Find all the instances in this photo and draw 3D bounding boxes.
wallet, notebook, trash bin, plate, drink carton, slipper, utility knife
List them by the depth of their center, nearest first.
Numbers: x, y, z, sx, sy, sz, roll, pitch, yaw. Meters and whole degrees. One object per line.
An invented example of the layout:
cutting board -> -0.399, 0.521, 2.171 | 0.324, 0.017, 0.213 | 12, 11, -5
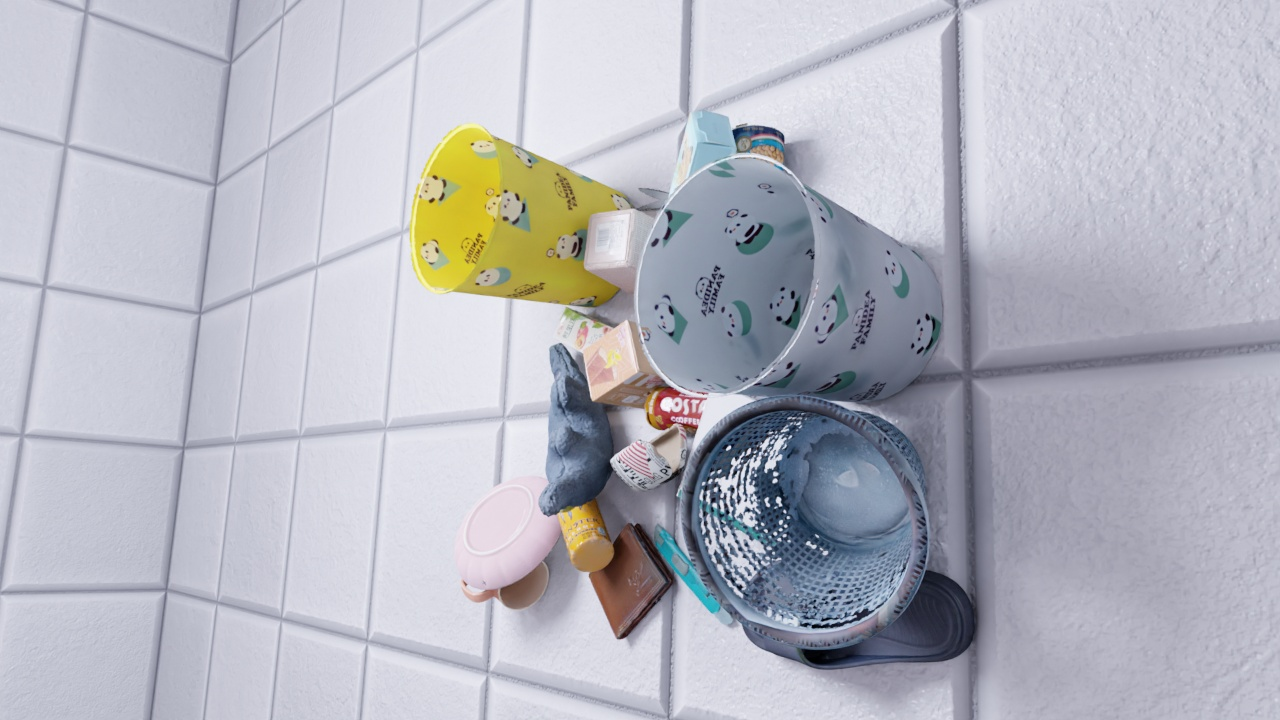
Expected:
trash bin -> 0.181, 0.134, 0.883 | 0.227, 0.194, 0.226 | 3, 97, 29
trash bin -> 0.160, -0.060, 0.929 | 0.230, 0.251, 0.229 | -13, 72, 45
slipper -> 0.198, 0.260, 0.937 | 0.269, 0.083, 0.110 | -12, 82, 42
notebook -> 0.145, 0.130, 1.034 | 0.209, 0.012, 0.150 | 25, 105, 32
utility knife -> 0.062, 0.266, 1.143 | 0.174, 0.013, 0.029 | 44, 115, 43
wallet -> -0.016, 0.291, 1.211 | 0.125, 0.032, 0.101 | -55, 50, 25
trash bin -> -0.158, -0.185, 1.296 | 0.230, 0.254, 0.229 | -11, 74, 46
drink carton -> -0.069, -0.033, 1.325 | 0.122, 0.045, 0.053 | 26, 96, 46
plate -> -0.198, 0.241, 1.338 | 0.193, 0.039, 0.192 | -23, 38, 18

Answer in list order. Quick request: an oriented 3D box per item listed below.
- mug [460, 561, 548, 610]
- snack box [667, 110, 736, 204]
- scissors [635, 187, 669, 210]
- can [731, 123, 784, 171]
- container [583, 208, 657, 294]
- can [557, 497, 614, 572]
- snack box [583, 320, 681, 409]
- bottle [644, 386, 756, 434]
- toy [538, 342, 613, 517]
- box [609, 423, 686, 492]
mug -> -0.211, 0.317, 1.358 | 0.106, 0.114, 0.082 | 20, 127, 50
snack box -> 0.069, -0.210, 1.127 | 0.074, 0.051, 0.175 | -96, 16, -46
scissors -> 0.050, -0.216, 1.259 | 0.165, 0.014, 0.162 | -41, 53, 35
can -> 0.137, -0.223, 1.119 | 0.075, 0.075, 0.111 | -6, 77, 47
container -> -0.011, -0.146, 1.224 | 0.090, 0.110, 0.090 | 0, 79, 35
can -> -0.080, 0.220, 1.247 | 0.058, 0.058, 0.146 | -61, 28, 19
snack box -> -0.007, 0.007, 1.214 | 0.095, 0.092, 0.077 | -33, 59, 39
bottle -> 0.083, 0.064, 1.130 | 0.175, 0.057, 0.057 | 2, 83, 47
toy -> -0.092, 0.106, 1.250 | 0.091, 0.138, 0.355 | -26, 35, 14
box -> 0.023, 0.122, 1.157 | 0.076, 0.086, 0.163 | 49, 155, 4
